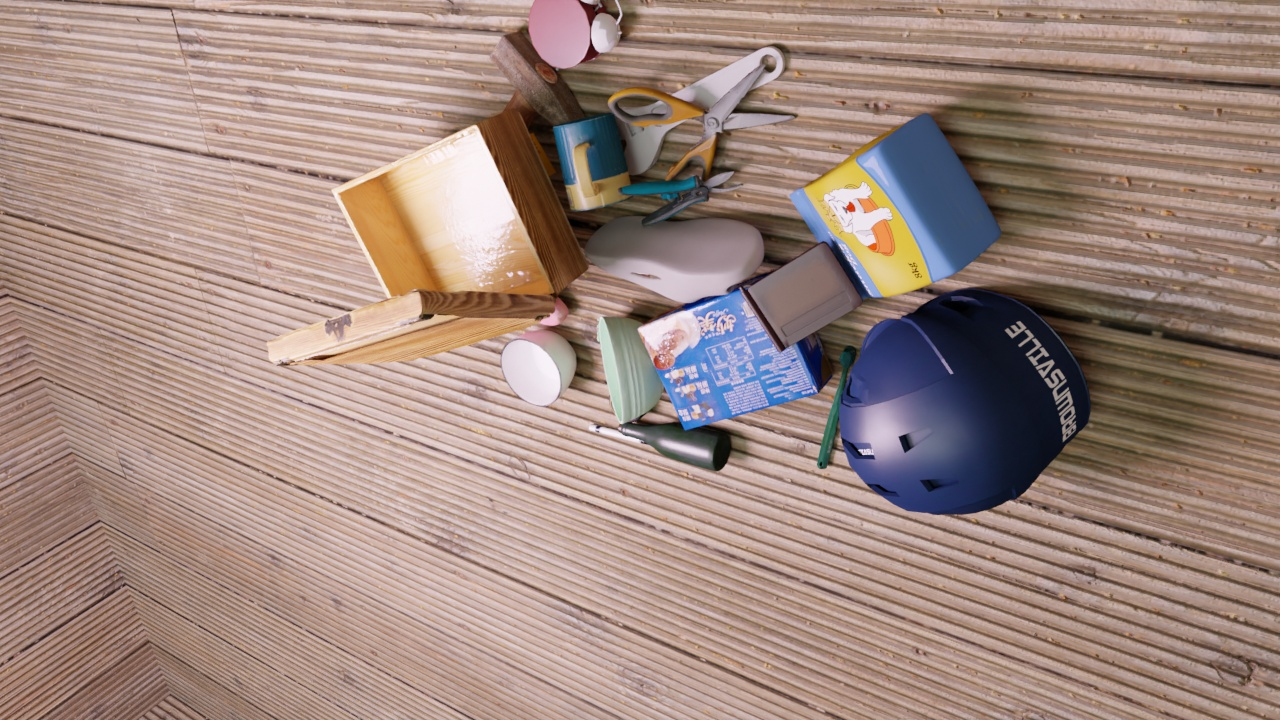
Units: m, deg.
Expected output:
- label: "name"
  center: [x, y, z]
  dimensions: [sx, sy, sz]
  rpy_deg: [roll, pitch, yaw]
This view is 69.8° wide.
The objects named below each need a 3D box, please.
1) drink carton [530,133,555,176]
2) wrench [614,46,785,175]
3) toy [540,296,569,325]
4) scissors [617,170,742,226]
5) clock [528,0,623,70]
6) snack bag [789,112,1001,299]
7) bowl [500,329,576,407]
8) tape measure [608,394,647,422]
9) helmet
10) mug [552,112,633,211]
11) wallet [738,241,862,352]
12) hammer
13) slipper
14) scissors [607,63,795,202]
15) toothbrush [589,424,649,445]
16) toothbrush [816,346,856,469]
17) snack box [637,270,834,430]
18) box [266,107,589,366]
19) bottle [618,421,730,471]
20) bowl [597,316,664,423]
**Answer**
- label: "drink carton"
  center: [-0.179, -0.249, 1.233]
  dimensions: [0.123, 0.040, 0.058]
  rpy_deg: [-20, 106, 41]
- label: "wrench"
  center: [0.059, -0.298, 1.104]
  dimensions: [0.274, 0.018, 0.087]
  rpy_deg: [-14, 107, 38]
- label: "toy"
  center: [-0.214, -0.112, 1.360]
  dimensions: [0.237, 0.096, 0.192]
  rpy_deg: [22, 132, 9]
- label: "scissors"
  center: [0.044, -0.200, 1.130]
  dimensions: [0.125, 0.154, 0.019]
  rpy_deg: [116, 152, -64]
- label: "clock"
  center: [-0.078, -0.409, 1.113]
  dimensions: [0.138, 0.048, 0.096]
  rpy_deg: [-15, 106, 40]
- label: "snack bag"
  center: [0.260, -0.151, 1.003]
  dimensions: [0.159, 0.102, 0.206]
  rpy_deg: [56, 154, -5]
- label: "bowl"
  center: [-0.149, 0.005, 1.394]
  dimensions: [0.116, 0.065, 0.116]
  rpy_deg: [17, 125, 26]
- label: "tape measure"
  center: [-0.016, 0.059, 1.354]
  dimensions: [0.062, 0.034, 0.061]
  rpy_deg: [23, 124, 24]
- label: "helmet"
  center: [0.325, 0.062, 1.023]
  dimensions: [0.232, 0.223, 0.272]
  rpy_deg: [59, 168, -8]
- label: "mug"
  center: [-0.060, -0.243, 1.130]
  dimensions: [0.083, 0.113, 0.107]
  rpy_deg: [-8, 108, 11]
- label: "wallet"
  center: [0.187, -0.075, 1.071]
  dimensions: [0.116, 0.018, 0.091]
  rpy_deg: [-32, 98, 17]
- label: "hammer"
  center: [-0.196, -0.288, 1.275]
  dimensions: [0.158, 0.037, 0.302]
  rpy_deg: [49, 133, 1]
- label: "slipper"
  center: [0.046, -0.122, 1.164]
  dimensions: [0.266, 0.112, 0.081]
  rpy_deg: [10, 139, 37]
- label: "scissors"
  center: [0.072, -0.268, 1.093]
  dimensions: [0.225, 0.016, 0.217]
  rpy_deg: [7, 133, 18]
- label: "toothbrush"
  center: [0.000, 0.123, 1.395]
  dimensions: [0.187, 0.012, 0.017]
  rpy_deg: [12, 125, 30]
- label: "toothbrush"
  center: [0.250, 0.065, 1.181]
  dimensions: [0.016, 0.017, 0.190]
  rpy_deg: [22, 126, 24]
- label: "snack box"
  center: [0.120, -0.012, 1.176]
  dimensions: [0.203, 0.069, 0.155]
  rpy_deg: [-19, 101, 35]
- label: "box"
  center: [-0.273, -0.099, 1.139]
  dimensions: [0.280, 0.322, 0.284]
  rpy_deg: [-14, 112, 32]
- label: "bottle"
  center: [0.043, 0.115, 1.332]
  dimensions: [0.174, 0.055, 0.055]
  rpy_deg: [12, 122, 31]
- label: "bowl"
  center: [-0.008, 0.007, 1.267]
  dimensions: [0.077, 0.150, 0.151]
  rpy_deg: [-11, 117, -9]
